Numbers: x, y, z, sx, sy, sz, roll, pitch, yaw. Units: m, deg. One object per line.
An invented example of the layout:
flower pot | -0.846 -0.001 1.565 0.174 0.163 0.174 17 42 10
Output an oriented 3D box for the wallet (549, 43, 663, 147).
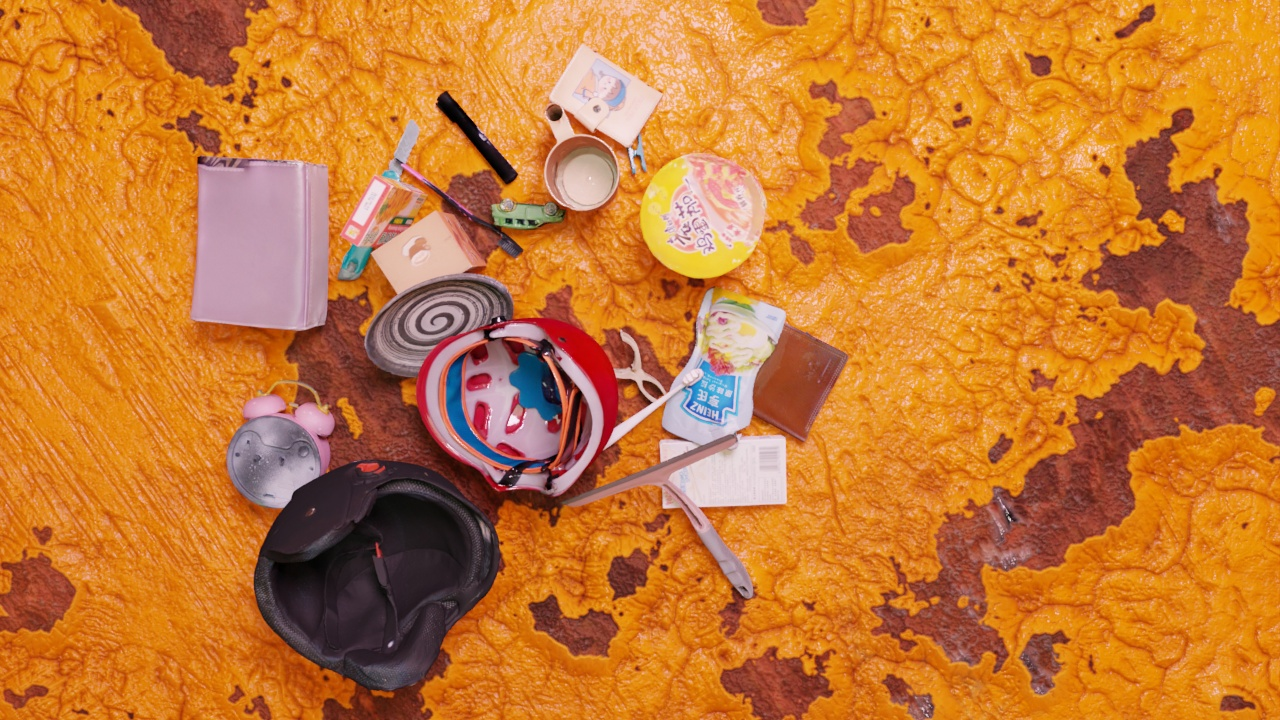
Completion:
wallet | -0.043 -0.311 1.090 0.115 0.024 0.087 32 79 -3

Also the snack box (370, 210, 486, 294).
snack box | -0.249 -0.120 1.089 0.093 0.094 0.077 -32 95 5

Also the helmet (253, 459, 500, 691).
helmet | -0.305 0.226 1.070 0.274 0.230 0.234 -23 116 -8

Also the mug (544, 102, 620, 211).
mug | -0.073 -0.232 1.066 0.084 0.103 0.124 -25 96 4

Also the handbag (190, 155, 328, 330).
handbag | -0.450 -0.139 1.090 0.145 0.098 0.197 4 98 -1

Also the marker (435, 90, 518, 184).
marker | -0.198 -0.268 1.107 0.022 0.020 0.132 -39 94 22

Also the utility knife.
utility knife | -0.319 -0.193 1.122 0.029 0.013 0.216 25 96 -5

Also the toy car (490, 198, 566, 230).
toy car | -0.135 -0.176 1.106 0.091 0.043 0.036 1 94 3

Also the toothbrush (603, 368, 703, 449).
toothbrush | 0.004 0.064 1.128 0.180 0.016 0.016 -37 70 19

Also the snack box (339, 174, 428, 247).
snack box | -0.291 -0.169 1.053 0.027 0.155 0.077 32 96 -3

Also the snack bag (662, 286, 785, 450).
snack bag | 0.099 0.012 1.116 0.110 0.038 0.191 21 95 17

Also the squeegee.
squeegee | 0.072 0.206 1.132 0.248 0.040 0.249 -25 117 27

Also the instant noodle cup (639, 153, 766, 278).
instant noodle cup | 0.069 -0.166 1.069 0.138 0.109 0.138 0 97 2

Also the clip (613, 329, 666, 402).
clip | -0.004 0.001 1.130 0.103 0.035 0.093 22 98 -6

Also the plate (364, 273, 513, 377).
plate | -0.235 -0.045 1.077 0.179 0.179 0.024 -29 60 5

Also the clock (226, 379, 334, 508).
clock | -0.442 0.102 1.141 0.117 0.059 0.158 11 99 1

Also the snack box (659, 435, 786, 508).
snack box | 0.104 0.139 1.148 0.157 0.027 0.085 -2 98 2

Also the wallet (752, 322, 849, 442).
wallet | 0.187 0.025 1.131 0.101 0.032 0.124 26 98 -4

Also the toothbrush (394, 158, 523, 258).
toothbrush | -0.223 -0.185 1.117 0.189 0.014 0.018 36 106 -6

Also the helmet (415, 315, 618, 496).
helmet | -0.129 0.040 1.085 0.240 0.143 0.207 9 110 25

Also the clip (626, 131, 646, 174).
clip | -0.007 -0.253 1.108 0.043 0.014 0.056 -10 94 1
